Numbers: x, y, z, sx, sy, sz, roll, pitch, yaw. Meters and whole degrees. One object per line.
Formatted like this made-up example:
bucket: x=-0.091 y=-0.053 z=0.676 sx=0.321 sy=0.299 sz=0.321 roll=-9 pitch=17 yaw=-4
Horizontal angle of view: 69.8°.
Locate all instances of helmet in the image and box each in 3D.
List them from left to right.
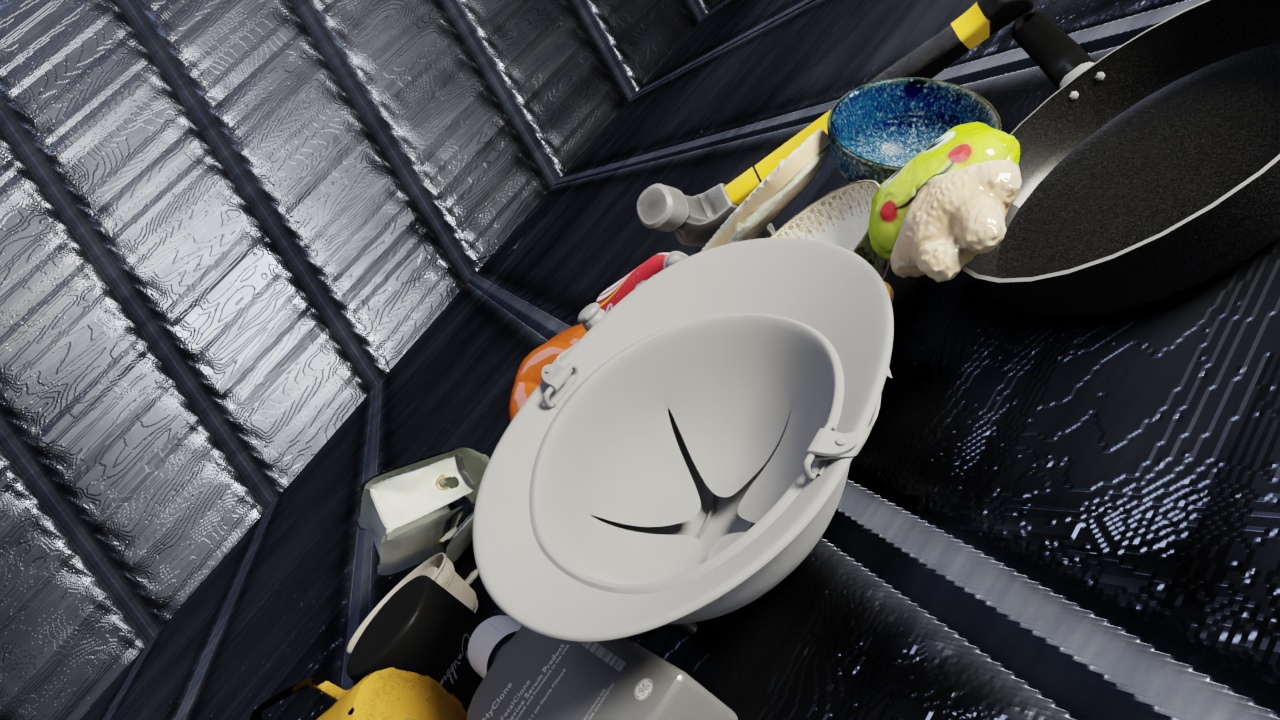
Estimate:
helmet: x=0.038 y=0.058 z=0.488 sx=0.184 sy=0.118 sz=0.270 roll=12 pitch=50 yaw=35

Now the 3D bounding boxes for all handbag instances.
handbag: x=-0.157 y=0.130 z=0.824 sx=0.175 sy=0.074 sz=0.152 roll=-20 pitch=-17 yaw=-25

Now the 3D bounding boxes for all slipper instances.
slipper: x=0.073 y=-0.079 z=0.747 sx=0.114 sy=0.054 sz=0.274 roll=-53 pitch=1 yaw=-44

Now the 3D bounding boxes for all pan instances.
pan: x=0.260 y=-0.140 z=0.512 sx=0.205 sy=0.044 sz=0.354 roll=-38 pitch=19 yaw=27

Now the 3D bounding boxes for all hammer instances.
hammer: x=0.157 y=-0.186 z=0.732 sx=0.325 sy=0.034 sz=0.169 roll=-33 pitch=-20 yaw=32

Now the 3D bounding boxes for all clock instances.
clock: x=-0.181 y=0.221 z=0.723 sx=0.104 sy=0.061 sz=0.156 roll=-38 pitch=11 yaw=21

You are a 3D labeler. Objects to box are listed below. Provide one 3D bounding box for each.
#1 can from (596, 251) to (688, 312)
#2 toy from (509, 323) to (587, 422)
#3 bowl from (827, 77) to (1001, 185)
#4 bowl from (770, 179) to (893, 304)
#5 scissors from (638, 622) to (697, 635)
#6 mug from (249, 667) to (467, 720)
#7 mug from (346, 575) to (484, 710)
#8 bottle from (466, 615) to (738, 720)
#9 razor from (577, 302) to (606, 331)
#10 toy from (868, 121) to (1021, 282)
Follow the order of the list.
can: x=0.008 y=-0.061 z=0.904 sx=0.105 sy=0.064 sz=0.064 roll=-31 pitch=22 yaw=41
toy: x=-0.059 y=0.012 z=0.841 sx=0.112 sy=0.096 sz=0.175 roll=-31 pitch=16 yaw=16
bowl: x=0.188 y=-0.143 z=0.644 sx=0.114 sy=0.061 sz=0.114 roll=-4 pitch=48 yaw=4
bowl: x=0.119 y=-0.046 z=0.604 sx=0.145 sy=0.063 sz=0.145 roll=-42 pitch=17 yaw=16
scissors: x=-0.012 y=0.155 z=0.533 sx=0.156 sy=0.019 sz=0.124 roll=-32 pitch=22 yaw=41
mug: x=-0.150 y=0.219 z=0.484 sx=0.094 sy=0.123 sz=0.100 roll=-42 pitch=-2 yaw=14
mug: x=-0.144 y=0.212 z=0.600 sx=0.078 sy=0.088 sz=0.113 roll=-21 pitch=30 yaw=55
bottle: x=-0.038 y=0.171 z=0.458 sx=0.083 sy=0.046 sz=0.174 roll=-53 pitch=28 yaw=-17
razor: x=-0.004 y=0.004 z=0.694 sx=0.047 sy=0.116 sz=0.088 roll=-41 pitch=17 yaw=1
toy: x=0.158 y=-0.080 z=0.478 sx=0.092 sy=0.043 sz=0.117 roll=-39 pitch=20 yaw=29
